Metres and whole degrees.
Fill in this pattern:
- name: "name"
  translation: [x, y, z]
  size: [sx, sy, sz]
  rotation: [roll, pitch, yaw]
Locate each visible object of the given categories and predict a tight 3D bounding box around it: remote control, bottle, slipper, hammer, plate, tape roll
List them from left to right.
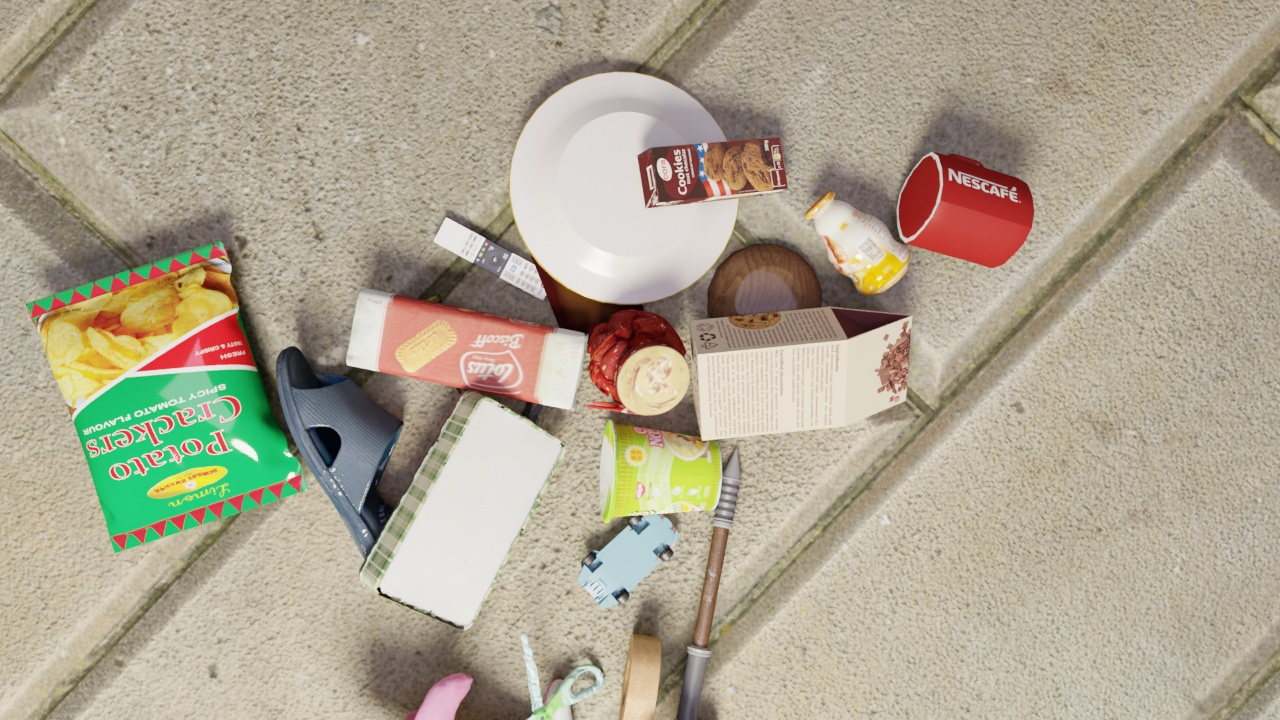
- name: "slipper"
  translation: [-0.260, 0.097, 0.882]
  size: [0.082, 0.101, 0.263]
  rotation: [-26, 96, 1]
- name: "remote control"
  translation: [-0.145, -0.101, 0.917]
  size: [0.124, 0.012, 0.028]
  rotation: [28, 92, -2]
- name: "plate"
  translation: [-0.013, -0.169, 0.894]
  size: [0.229, 0.021, 0.229]
  rotation: [0, 89, -10]
- name: "bottle"
  translation: [-0.005, 0.005, 0.872]
  size: [0.099, 0.111, 0.099]
  rotation: [-7, 116, -15]
- name: "tape roll"
  translation: [-0.001, 0.317, 0.897]
  size: [0.027, 0.094, 0.094]
  rotation: [9, 92, -2]
- name: "hammer"
  translation: [0.065, 0.246, 0.900]
  size: [0.043, 0.156, 0.322]
  rotation: [8, 78, 18]
- name: "bottle"
  translation: [0.210, -0.116, 0.897]
  size: [0.063, 0.063, 0.108]
  rotation: [-44, 92, 1]

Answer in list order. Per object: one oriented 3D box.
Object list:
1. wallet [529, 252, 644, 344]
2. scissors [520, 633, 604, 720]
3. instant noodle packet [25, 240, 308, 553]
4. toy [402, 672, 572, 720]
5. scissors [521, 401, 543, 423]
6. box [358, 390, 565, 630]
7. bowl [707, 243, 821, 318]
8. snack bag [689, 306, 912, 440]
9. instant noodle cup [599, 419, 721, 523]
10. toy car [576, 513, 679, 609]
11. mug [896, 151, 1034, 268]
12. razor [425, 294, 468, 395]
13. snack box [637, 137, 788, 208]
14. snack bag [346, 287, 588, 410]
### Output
- name: "wallet"
  translation: [-0.054, -0.077, 0.910]
  size: [0.091, 0.018, 0.115]
  rotation: [-22, 96, -10]
- name: "scissors"
  translation: [-0.097, 0.344, 0.883]
  size: [0.171, 0.021, 0.171]
  rotation: [-11, 96, -41]
- name: "instant noodle packet"
  translation: [-0.452, 0.035, 0.878]
  size: [0.195, 0.090, 0.252]
  rotation: [-18, 92, -1]
- name: "toy"
  translation: [-0.190, 0.381, 0.882]
  size: [0.265, 0.128, 0.186]
  rotation: [9, 89, -34]
- name: "scissors"
  translation: [-0.130, 0.114, 0.928]
  size: [0.169, 0.012, 0.132]
  rotation: [-34, 93, -4]
- name: "box"
  translation: [-0.165, 0.141, 0.866]
  size: [0.117, 0.050, 0.205]
  rotation: [34, 78, -34]
- name: "bowl"
  translation: [0.126, -0.059, 0.915]
  size: [0.118, 0.030, 0.118]
  rotation: [0, 92, -1]
- name: "snack bag"
  translation: [0.155, 0.009, 0.881]
  size: [0.206, 0.069, 0.094]
  rotation: [-6, 120, -1]
- name: "instant noodle cup"
  translation: [0.019, 0.108, 0.894]
  size: [0.108, 0.099, 0.099]
  rotation: [3, 92, -9]
- name: "toy car"
  translation: [-0.013, 0.197, 0.925]
  size: [0.107, 0.027, 0.060]
  rotation: [-41, 93, -9]
- name: "mug"
  translation: [0.310, -0.156, 0.887]
  size: [0.096, 0.081, 0.116]
  rotation: [14, 53, -11]
- name: "razor"
  translation: [-0.197, -0.010, 0.916]
  size: [0.042, 0.026, 0.106]
  rotation: [-26, 97, -2]
- name: "snack box"
  translation: [0.071, -0.181, 0.882]
  size: [0.140, 0.032, 0.051]
  rotation: [-10, 93, -23]
- name: "snack bag"
  translation: [-0.165, -0.010, 0.886]
  size: [0.225, 0.041, 0.077]
  rotation: [12, 99, -2]
